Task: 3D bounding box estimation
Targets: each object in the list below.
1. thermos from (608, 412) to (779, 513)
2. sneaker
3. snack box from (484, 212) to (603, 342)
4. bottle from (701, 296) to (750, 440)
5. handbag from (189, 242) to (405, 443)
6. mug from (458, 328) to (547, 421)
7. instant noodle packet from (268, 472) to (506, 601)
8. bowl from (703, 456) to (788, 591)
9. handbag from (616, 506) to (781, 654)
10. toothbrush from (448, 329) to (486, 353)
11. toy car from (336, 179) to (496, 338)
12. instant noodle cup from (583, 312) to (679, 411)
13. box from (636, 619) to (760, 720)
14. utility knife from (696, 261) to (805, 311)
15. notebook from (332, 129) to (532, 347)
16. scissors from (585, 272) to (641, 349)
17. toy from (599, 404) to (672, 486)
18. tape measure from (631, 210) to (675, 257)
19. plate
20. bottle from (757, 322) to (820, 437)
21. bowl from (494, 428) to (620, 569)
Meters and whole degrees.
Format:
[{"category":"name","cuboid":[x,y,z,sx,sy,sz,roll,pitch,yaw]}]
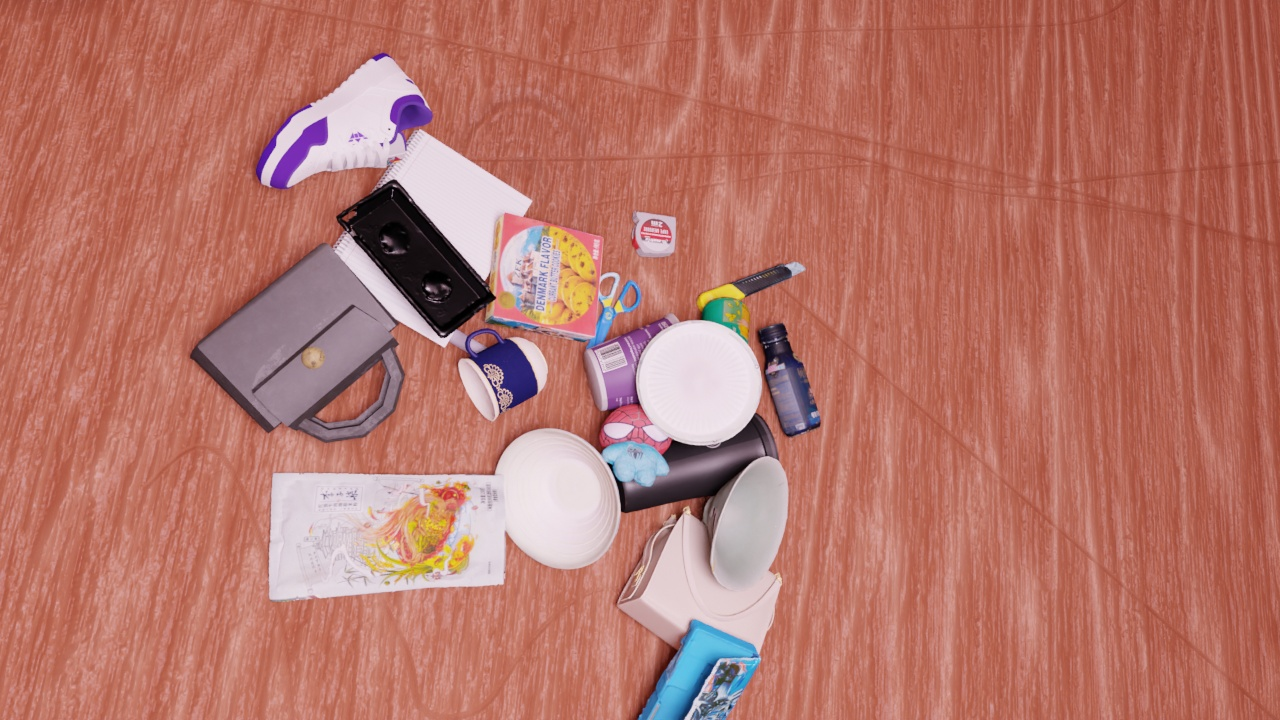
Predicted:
[{"category":"thermos","cuboid":[0.072,0.140,1.205,0.218,0.106,0.105,-12,82,-17]},{"category":"sneaker","cuboid":[-0.357,-0.272,1.141,0.111,0.092,0.243,41,62,-5]},{"category":"snack box","cuboid":[-0.125,-0.108,1.207,0.144,0.040,0.142,11,75,-26]},{"category":"bottle","cuboid":[0.108,0.011,1.220,0.068,0.068,0.209,21,49,-15]},{"category":"handbag","cuboid":[-0.370,0.002,1.057,0.197,0.102,0.199,-43,100,-10]},{"category":"mug","cuboid":[-0.171,0.006,1.145,0.089,0.086,0.112,-29,114,-25]},{"category":"instant noodle packet","cuboid":[-0.295,0.203,1.083,0.269,0.057,0.146,0,77,-15]},{"category":"bowl","cuboid":[0.116,0.198,1.154,0.173,0.068,0.174,-18,113,-48]},{"category":"handbag","cuboid":[0.094,0.279,1.191,0.194,0.102,0.197,37,57,-9]},{"category":"toothbrush","cuboid":[-0.280,-0.058,1.160,0.188,0.018,0.019,32,68,-11]},{"category":"toy car","cuboid":[-0.276,-0.113,1.115,0.191,0.071,0.093,49,61,-4]},{"category":"instant noodle cup","cuboid":[-0.007,0.007,1.206,0.121,0.122,0.136,-15,39,-13]},{"category":"box","cuboid":[0.051,0.440,1.083,0.091,0.085,0.243,26,98,-10]},{"category":"utility knife","cuboid":[0.164,-0.110,1.331,0.187,0.020,0.029,-21,86,-21]},{"category":"notebook","cuboid":[-0.270,-0.163,1.179,0.178,0.013,0.245,31,64,-12]},{"category":"scissors","cuboid":[-0.040,-0.058,1.251,0.070,0.022,0.130,22,68,-14]},{"category":"toy","cuboid":[-0.006,0.102,1.132,0.092,0.062,0.132,2,36,0]},{"category":"tape measure","cuboid":[0.018,-0.176,1.292,0.060,0.020,0.062,5,77,-19]},{"category":"plate","cuboid":[0.072,0.027,1.138,0.157,0.014,0.157,1,79,-5]},{"category":"bottle","cuboid":[0.207,0.027,1.297,0.056,0.056,0.160,-14,83,-22]},{"category":"bowl","cuboid":[-0.092,0.164,1.135,0.176,0.177,0.057,64,27,2]}]
